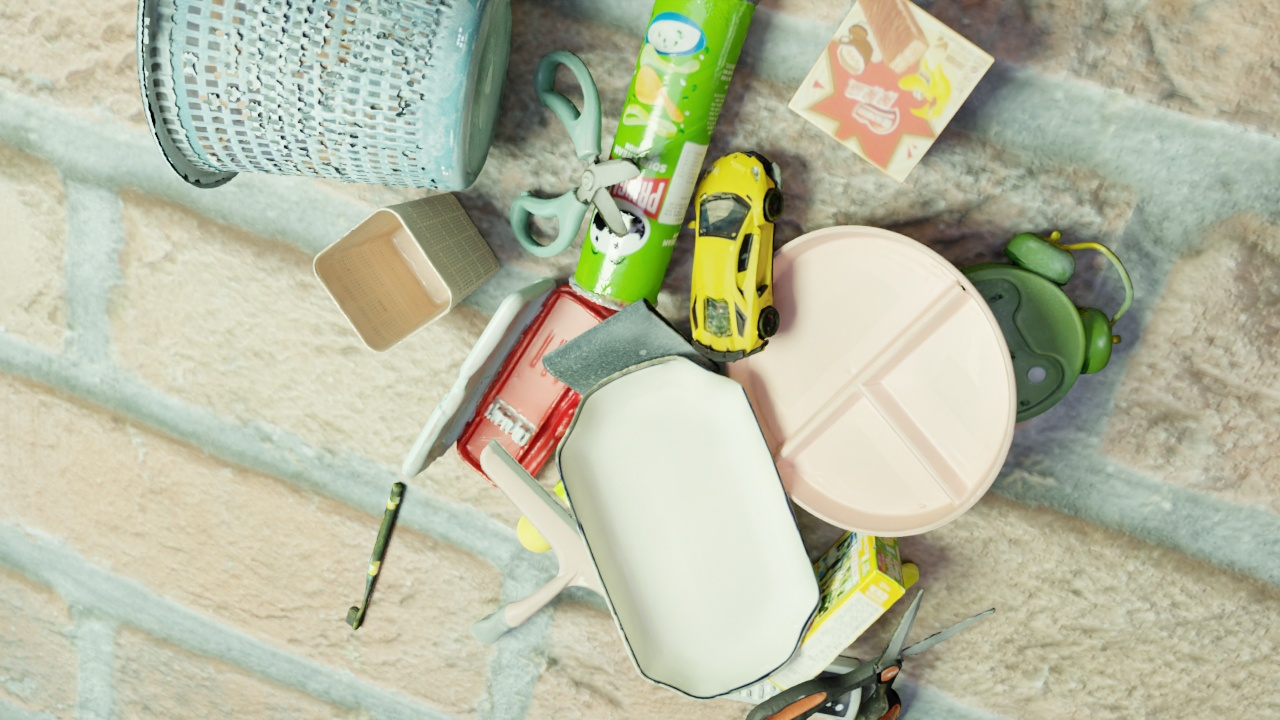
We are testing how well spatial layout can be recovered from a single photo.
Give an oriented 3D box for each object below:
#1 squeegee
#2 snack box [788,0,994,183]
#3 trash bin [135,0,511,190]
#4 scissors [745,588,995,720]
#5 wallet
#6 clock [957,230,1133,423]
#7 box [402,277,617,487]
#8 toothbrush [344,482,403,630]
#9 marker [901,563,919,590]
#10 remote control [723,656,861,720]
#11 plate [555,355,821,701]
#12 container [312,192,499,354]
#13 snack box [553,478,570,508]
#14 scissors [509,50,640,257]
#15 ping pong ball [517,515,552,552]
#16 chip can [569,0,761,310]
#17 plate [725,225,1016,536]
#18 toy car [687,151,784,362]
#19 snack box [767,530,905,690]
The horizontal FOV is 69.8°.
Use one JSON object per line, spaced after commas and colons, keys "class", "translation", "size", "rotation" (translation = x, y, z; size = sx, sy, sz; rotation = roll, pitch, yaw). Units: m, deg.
{"class": "squeegee", "translation": [-0.103, 0.217, 0.810], "size": [0.247, 0.040, 0.250], "rotation": [45, 135, -3]}
{"class": "snack box", "translation": [0.166, -0.187, 0.613], "size": [0.093, 0.076, 0.095], "rotation": [35, 115, 1]}
{"class": "trash bin", "translation": [-0.200, -0.212, 0.646], "size": [0.195, 0.226, 0.227], "rotation": [13, 113, -3]}
{"class": "scissors", "translation": [0.189, 0.266, 0.749], "size": [0.233, 0.021, 0.221], "rotation": [-22, 134, -8]}
{"class": "wallet", "translation": [-0.004, 0.004, 0.723], "size": [0.097, 0.019, 0.121], "rotation": [-28, 141, 21]}
{"class": "clock", "translation": [0.267, -0.024, 0.657], "size": [0.161, 0.056, 0.116], "rotation": [-30, 100, 23]}
{"class": "box", "translation": [-0.104, 0.032, 0.754], "size": [0.102, 0.100, 0.202], "rotation": [36, 115, 1]}
{"class": "toothbrush", "translation": [-0.263, 0.194, 0.904], "size": [0.017, 0.012, 0.186], "rotation": [30, 115, 15]}
{"class": "marker", "translation": [0.191, 0.212, 0.787], "size": [0.018, 0.015, 0.124], "rotation": [41, 117, -1]}
{"class": "remote control", "translation": [0.123, 0.286, 0.828], "size": [0.150, 0.021, 0.058], "rotation": [5, 111, 14]}
{"class": "plate", "translation": [0.036, 0.129, 0.719], "size": [0.162, 0.034, 0.265], "rotation": [-22, 93, -8]}
{"class": "container", "translation": [-0.178, -0.075, 0.729], "size": [0.090, 0.110, 0.090], "rotation": [-30, 99, 22]}
{"class": "snack box", "translation": [-0.002, 0.141, 0.774], "size": [0.026, 0.085, 0.156], "rotation": [-40, 96, 22]}
{"class": "scissors", "translation": [-0.059, -0.135, 0.690], "size": [0.181, 0.019, 0.170], "rotation": [-52, 55, 41]}
{"class": "ping pong ball", "translation": [-0.091, 0.152, 0.826], "size": [0.040, 0.040, 0.040], "rotation": [5, 110, 13]}
{"class": "chip can", "translation": [0.014, -0.154, 0.670], "size": [0.072, 0.072, 0.236], "rotation": [22, 113, 7]}
{"class": "plate", "translation": [0.161, 0.015, 0.668], "size": [0.230, 0.028, 0.230], "rotation": [15, 113, 39]}
{"class": "toy car", "translation": [0.067, -0.077, 0.683], "size": [0.071, 0.041, 0.156], "rotation": [16, 108, 43]}
{"class": "snack box", "translation": [0.156, 0.198, 0.749], "size": [0.034, 0.086, 0.141], "rotation": [32, 114, -5]}
